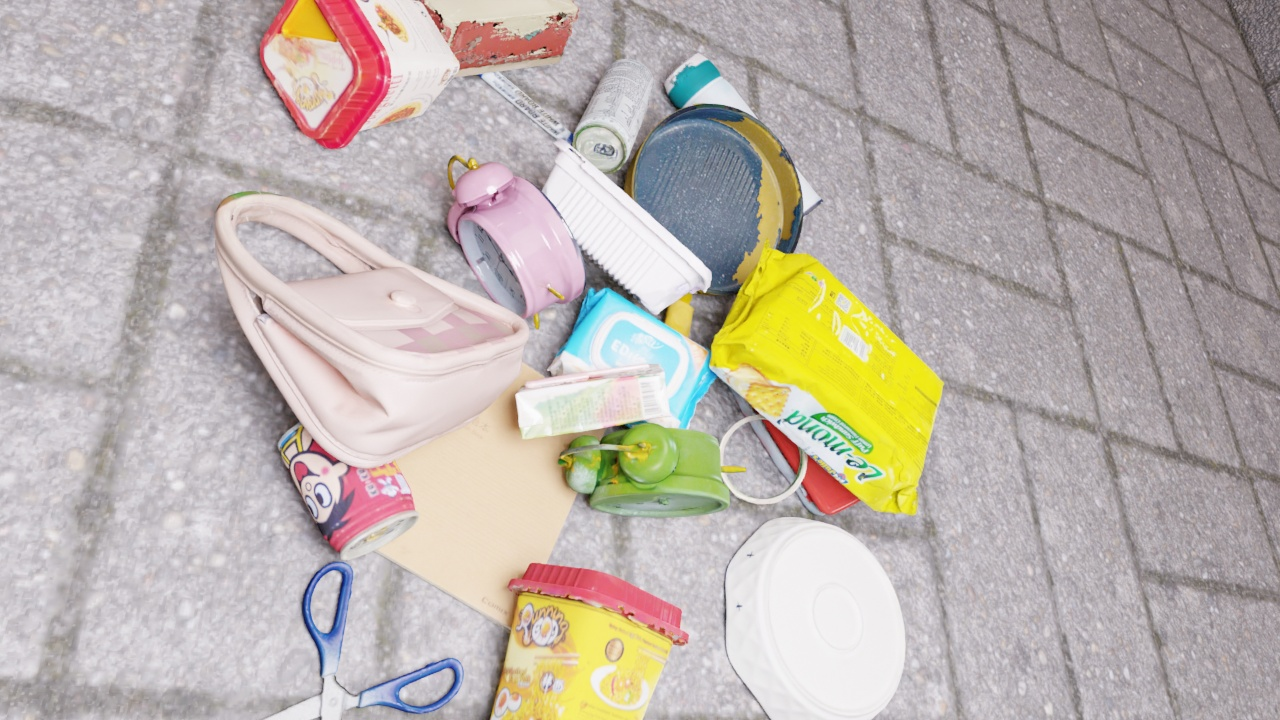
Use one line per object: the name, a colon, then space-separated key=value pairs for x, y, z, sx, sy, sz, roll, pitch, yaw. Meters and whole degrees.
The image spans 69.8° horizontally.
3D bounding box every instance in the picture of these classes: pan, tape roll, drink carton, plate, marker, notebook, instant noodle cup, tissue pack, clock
pan: x=0.055 y=-0.093 z=0.916 sx=0.197 sy=0.078 sz=0.356 roll=26 pitch=76 yaw=-19
tape roll: x=0.116 y=0.094 z=0.878 sx=0.086 sy=0.014 sz=0.085 roll=0 pitch=85 yaw=-2
drink carton: x=-0.039 y=0.031 z=0.747 sx=0.122 sy=0.053 sz=0.045 roll=-8 pitch=97 yaw=-1
plate: x=0.170 y=0.242 z=0.853 sx=0.204 sy=0.046 sz=0.204 roll=15 pitch=60 yaw=-29
marker: x=-0.104 y=-0.249 z=0.926 sx=0.146 sy=0.017 sz=0.016 roll=38 pitch=51 yaw=-14
notebook: x=-0.122 y=0.091 z=0.745 sx=0.149 sy=0.012 sz=0.210 roll=35 pitch=52 yaw=-14
instant noodle cup: x=-0.044 y=0.224 z=0.665 sx=0.116 sy=0.116 sz=0.123 roll=36 pitch=61 yaw=-36
tissue pack: x=-0.005 y=0.005 z=0.813 sx=0.140 sy=0.063 sz=0.089 roll=32 pitch=71 yaw=-6
instant noodle cup: x=-0.234 y=-0.255 z=0.783 sx=0.116 sy=0.117 sz=0.124 roll=58 pitch=37 yaw=3
instant noodle cup: x=-0.020 y=-0.107 z=0.810 sx=0.173 sy=0.138 sz=0.060 roll=41 pitch=92 yaw=4
clock: x=0.004 y=0.091 z=0.754 sx=0.161 sy=0.116 sz=0.056 roll=21 pitch=62 yaw=-45
clock: x=-0.115 y=-0.107 z=0.783 sx=0.059 sy=0.117 sz=0.158 roll=-34 pitch=88 yaw=-22

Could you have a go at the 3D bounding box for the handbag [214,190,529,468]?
handbag: x=-0.210 y=-0.042 z=0.668 sx=0.234 sy=0.093 sz=0.193 roll=40 pitch=19 yaw=10

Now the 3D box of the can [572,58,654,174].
can: x=-0.026 y=-0.252 z=0.939 sx=0.058 sy=0.058 sz=0.146 roll=34 pitch=42 yaw=-17

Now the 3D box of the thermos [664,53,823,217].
thermos: x=0.114 y=-0.249 z=1.050 sx=0.224 sy=0.073 sz=0.073 roll=51 pitch=49 yaw=-2

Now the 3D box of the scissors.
scissors: x=-0.203 y=0.219 z=0.622 sx=0.173 sy=0.012 sz=0.162 roll=-7 pitch=73 yaw=-36

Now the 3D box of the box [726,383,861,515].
box: x=0.160 y=0.054 z=0.935 sx=0.201 sy=0.095 sz=0.098 roll=58 pitch=14 yaw=3

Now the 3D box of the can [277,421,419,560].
can: x=-0.204 y=0.085 z=0.645 sx=0.066 sy=0.067 sz=0.093 roll=-22 pitch=74 yaw=-40

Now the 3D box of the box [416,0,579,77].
box: x=-0.145 y=-0.337 z=0.889 sx=0.167 sy=0.077 sz=0.091 roll=-25 pitch=67 yaw=-40

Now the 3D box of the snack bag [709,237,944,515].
snack bag: x=0.181 y=0.010 z=0.844 sx=0.246 sy=0.068 sz=0.157 roll=40 pitch=49 yaw=-11
